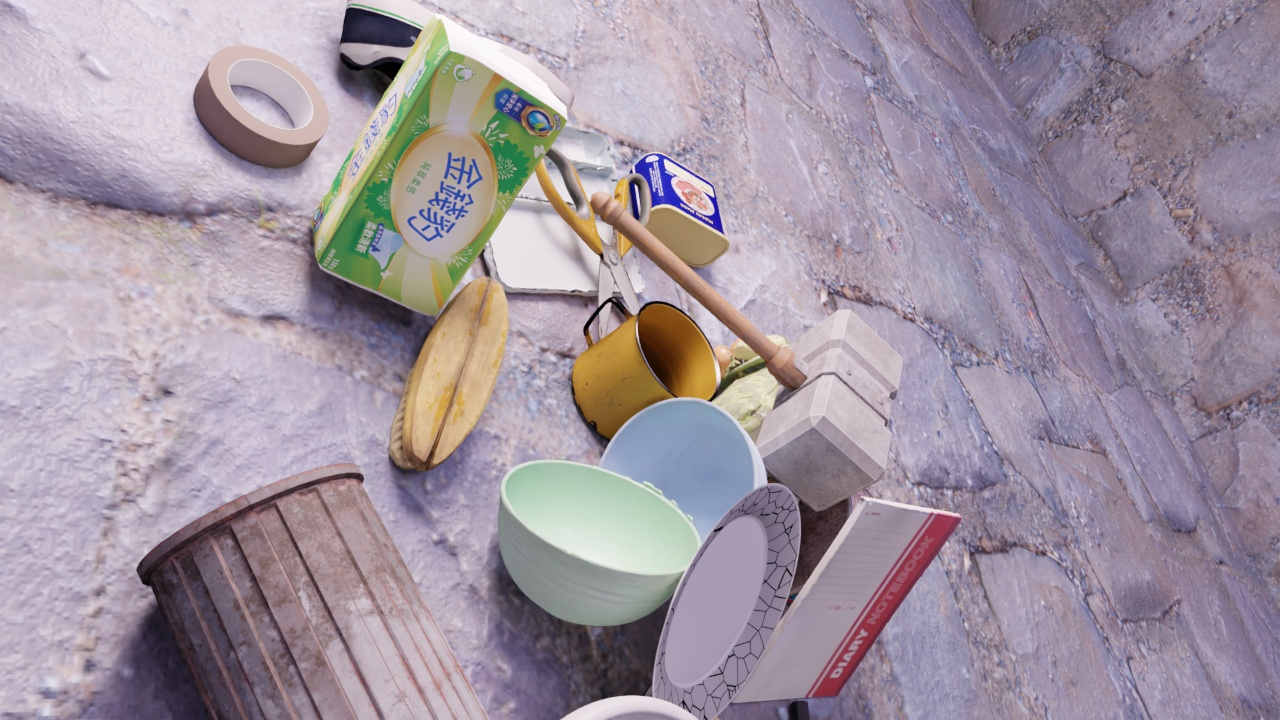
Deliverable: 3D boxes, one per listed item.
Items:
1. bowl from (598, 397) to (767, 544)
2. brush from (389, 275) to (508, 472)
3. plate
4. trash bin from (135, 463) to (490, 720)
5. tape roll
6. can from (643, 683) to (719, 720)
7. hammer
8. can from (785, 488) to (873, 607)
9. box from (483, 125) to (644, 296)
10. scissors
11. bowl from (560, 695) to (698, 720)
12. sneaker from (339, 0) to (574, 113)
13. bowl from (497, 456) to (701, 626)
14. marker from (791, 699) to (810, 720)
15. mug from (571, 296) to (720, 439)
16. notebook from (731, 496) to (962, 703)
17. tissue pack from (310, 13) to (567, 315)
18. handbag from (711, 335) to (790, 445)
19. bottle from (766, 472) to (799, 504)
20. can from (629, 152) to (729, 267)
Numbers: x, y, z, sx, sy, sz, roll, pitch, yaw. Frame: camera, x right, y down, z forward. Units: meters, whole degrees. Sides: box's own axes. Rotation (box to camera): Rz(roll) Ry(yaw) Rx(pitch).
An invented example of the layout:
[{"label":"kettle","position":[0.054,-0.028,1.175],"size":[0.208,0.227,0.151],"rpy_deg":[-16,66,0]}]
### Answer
[{"label":"bowl","position":[0.042,0.112,0.749],"size":[0.074,0.151,0.150],"rpy_deg":[31,39,-52]},{"label":"brush","position":[-0.143,0.006,0.702],"size":[0.059,0.043,0.194],"rpy_deg":[35,41,-23]},{"label":"plate","position":[0.060,0.175,0.657],"size":[0.188,0.016,0.189],"rpy_deg":[-29,129,-44]},{"label":"trash bin","position":[-0.156,0.176,0.479],"size":[0.130,0.131,0.211],"rpy_deg":[-17,74,-52]},{"label":"tape roll","position":[-0.292,-0.196,0.710],"size":[0.093,0.030,0.093],"rpy_deg":[28,43,-31]},{"label":"can","position":[0.039,0.276,0.692],"size":[0.079,0.038,0.038],"rpy_deg":[49,36,-6]},{"label":"hammer","position":[0.079,-0.034,0.779],"size":[0.317,0.083,0.162],"rpy_deg":[40,41,-12]},{"label":"can","position":[0.153,0.160,0.834],"size":[0.044,0.130,0.129],"rpy_deg":[32,42,-27]},{"label":"box","position":[-0.085,-0.150,0.895],"size":[0.208,0.037,0.189],"rpy_deg":[-6,80,-49]},{"label":"scissors","position":[-0.027,-0.121,0.912],"size":[0.216,0.016,0.225],"rpy_deg":[-37,102,-52]},{"label":"bowl","position":[-0.022,0.297,0.564],"size":[0.176,0.066,0.176],"rpy_deg":[8,76,-33]},{"label":"sneaker","position":[-0.170,-0.264,0.866],"size":[0.235,0.084,0.079],"rpy_deg":[14,90,-38]},{"label":"bowl","position":[-0.038,0.139,0.663],"size":[0.151,0.077,0.150],"rpy_deg":[19,17,-6]},{"label":"marker","position":[0.141,0.346,0.764],"size":[0.017,0.021,0.123],"rpy_deg":[30,41,-30]},{"label":"mug","position":[-0.005,0.004,0.813],"size":[0.124,0.094,0.100],"rpy_deg":[51,36,-7]},{"label":"notebook","position":[0.176,0.207,0.777],"size":[0.153,0.209,0.012],"rpy_deg":[15,21,-41]},{"label":"tissue pack","position":[-0.162,-0.157,0.699],"size":[0.120,0.198,0.141],"rpy_deg":[33,17,-37]},{"label":"handbag","position":[0.106,0.035,0.899],"size":[0.117,0.113,0.185],"rpy_deg":[55,37,1]},{"label":"bottle","position":[0.104,0.161,0.800],"size":[0.059,0.059,0.166],"rpy_deg":[38,59,-20]},{"label":"can","position":[0.042,-0.172,1.041],"size":[0.116,0.057,0.092],"rpy_deg":[23,45,-36]}]
